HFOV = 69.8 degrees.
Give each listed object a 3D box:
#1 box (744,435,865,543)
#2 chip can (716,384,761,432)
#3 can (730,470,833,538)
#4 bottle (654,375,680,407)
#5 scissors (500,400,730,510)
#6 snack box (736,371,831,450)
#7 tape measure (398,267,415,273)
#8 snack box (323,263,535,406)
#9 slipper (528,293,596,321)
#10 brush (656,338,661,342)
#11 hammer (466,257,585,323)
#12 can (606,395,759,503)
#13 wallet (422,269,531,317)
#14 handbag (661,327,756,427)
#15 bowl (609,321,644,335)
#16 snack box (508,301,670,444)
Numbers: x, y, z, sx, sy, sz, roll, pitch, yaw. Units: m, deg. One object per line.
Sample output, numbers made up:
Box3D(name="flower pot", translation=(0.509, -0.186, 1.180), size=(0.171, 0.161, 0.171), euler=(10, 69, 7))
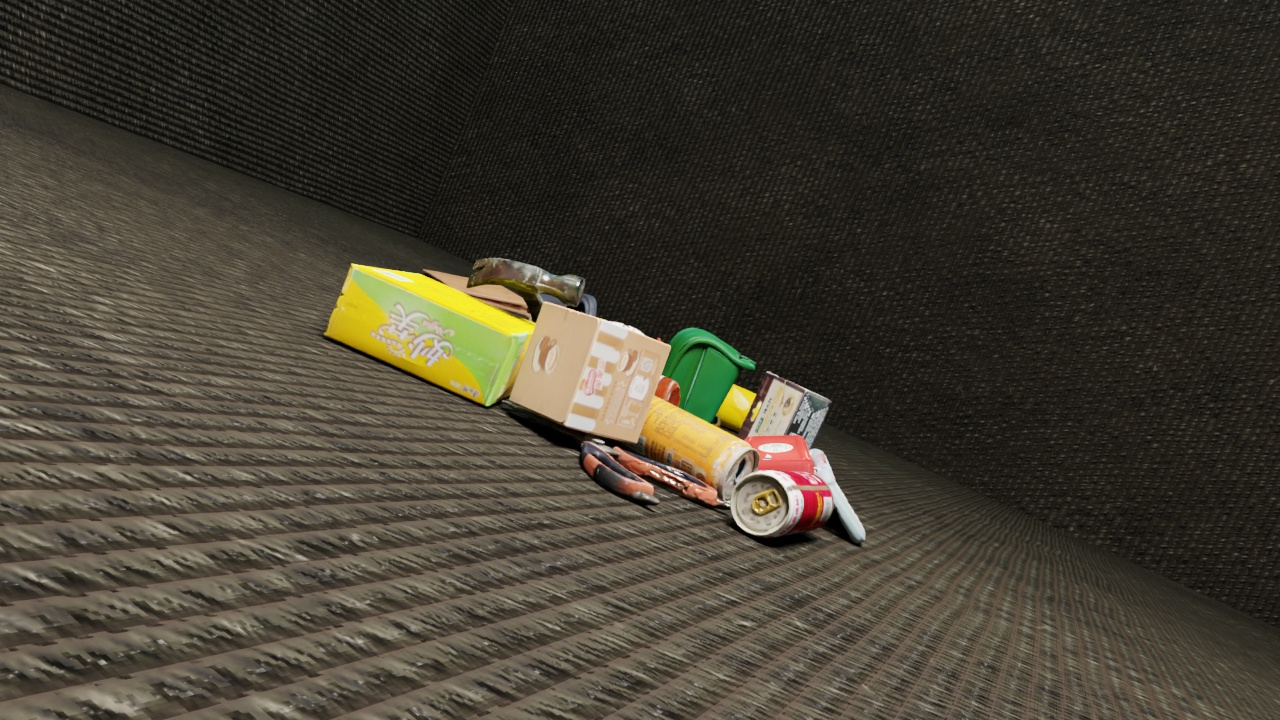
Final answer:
Box3D(name="box", translation=(0.174, 0.124, 0.979), size=(0.154, 0.074, 0.201), euler=(27, 5, 5))
Box3D(name="chip can", translation=(0.121, 0.063, 1.454), size=(0.213, 0.072, 0.072), euler=(23, 4, -4))
Box3D(name="can", translation=(0.120, 0.119, 0.767), size=(0.053, 0.053, 0.132), euler=(25, 4, 26))
Box3D(name="bottle", translation=(-0.056, 0.021, 1.060), size=(0.206, 0.060, 0.059), euler=(18, 2, 20))
Box3D(name="scissors", translation=(-0.028, 0.078, 0.756), size=(0.225, 0.015, 0.189), euler=(23, 4, 11))
Box3D(name="snack box", translation=(0.184, 0.084, 1.200), size=(0.053, 0.113, 0.125), euler=(23, 4, -13))
Box3D(name="tape measure", translation=(-0.278, -0.076, 1.083), size=(0.039, 0.057, 0.057), euler=(18, 38, -41))
Box3D(name="snack box", translation=(-0.181, -0.026, 0.869), size=(0.157, 0.070, 0.210), euler=(23, 3, 1))
Box3D(name="slipper", translation=(-0.139, -0.054, 1.413), size=(0.083, 0.111, 0.268), euler=(4, 6, -22))
Box3D(name="brush", translation=(-0.007, 0.007, 1.222), size=(0.069, 0.063, 0.145), euler=(-16, 17, 15))
Box3D(name="hammer", translation=(-0.111, -0.044, 1.051), size=(0.126, 0.031, 0.323), euler=(16, -14, 7))
Box3D(name="can", translation=(0.034, 0.075, 0.835), size=(0.146, 0.058, 0.058), euler=(26, 5, 35))
Box3D(name="wallet", translation=(-0.196, -0.083, 1.113), size=(0.115, 0.020, 0.101), euler=(12, 10, -37))
Box3D(name="handbag", translation=(0.083, 0.028, 1.280), size=(0.120, 0.131, 0.068), euler=(27, 13, -13))
Box3D(name="bowl", translation=(-0.042, 0.021, 0.909), size=(0.116, 0.117, 0.066), euler=(21, 46, -32))
Box3D(name="snack box", translation=(-0.043, 0.011, 0.793), size=(0.077, 0.093, 0.094), euler=(20, 0, 42))
